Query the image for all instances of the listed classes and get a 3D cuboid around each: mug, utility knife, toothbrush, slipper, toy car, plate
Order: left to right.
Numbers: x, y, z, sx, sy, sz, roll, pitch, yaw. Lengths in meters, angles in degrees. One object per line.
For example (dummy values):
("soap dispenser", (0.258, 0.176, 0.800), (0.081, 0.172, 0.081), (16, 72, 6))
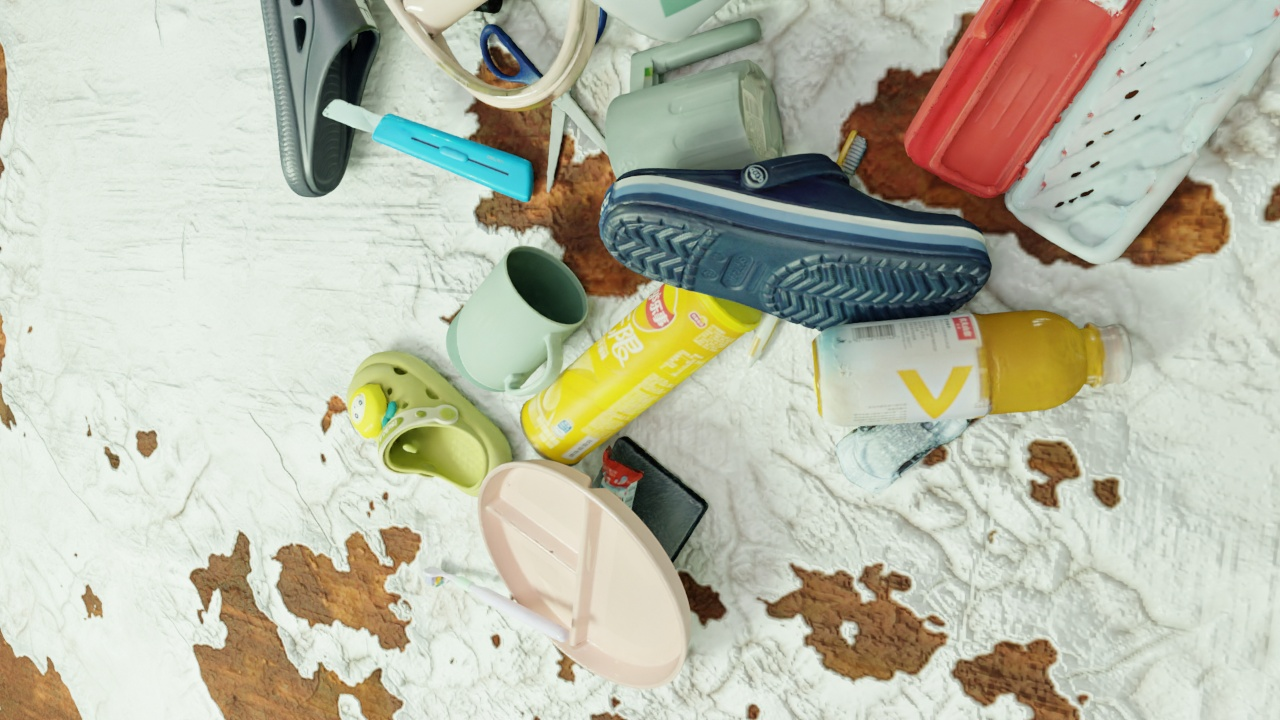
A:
("slipper", (-0.266, -0.274, 0.805), (0.083, 0.110, 0.268), (9, 112, 7))
("slipper", (-0.207, 0.062, 0.849), (0.190, 0.081, 0.092), (32, 112, 17))
("utility knife", (-0.178, -0.182, 0.775), (0.191, 0.018, 0.034), (21, 106, 2))
("toothbrush", (-0.137, 0.228, 0.859), (0.189, 0.029, 0.021), (11, 68, 39))
("mug", (-0.101, -0.019, 0.760), (0.107, 0.082, 0.111), (-44, 57, 32))
("plate", (-0.049, 0.178, 0.775), (0.230, 0.028, 0.230), (25, 132, 30))
("mug", (0.039, -0.180, 0.659), (0.104, 0.083, 0.123), (-7, 72, 30))
("slipper", (0.100, -0.086, 0.615), (0.253, 0.105, 0.095), (10, 66, 1))
("toothbrush", (0.118, -0.075, 0.668), (0.018, 0.016, 0.192), (27, 113, 13))
("toy car", (0.183, 0.055, 0.650), (0.049, 0.031, 0.106), (51, 121, 12))

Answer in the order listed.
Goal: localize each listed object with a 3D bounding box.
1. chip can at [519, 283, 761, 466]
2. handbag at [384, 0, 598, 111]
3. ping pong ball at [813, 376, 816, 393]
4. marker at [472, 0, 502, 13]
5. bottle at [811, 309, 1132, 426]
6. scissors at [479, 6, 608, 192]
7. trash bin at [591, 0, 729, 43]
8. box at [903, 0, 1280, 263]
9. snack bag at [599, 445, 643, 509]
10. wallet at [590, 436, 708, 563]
("chip can", (-0.004, 0.004, 0.724), (0.214, 0.071, 0.072), (-40, 80, 31))
("handbag", (-0.115, -0.306, 0.699), (0.194, 0.093, 0.234), (-23, 88, 28))
("ping pong ball", (0.144, 0.016, 0.658), (0.040, 0.040, 0.040), (7, 104, 29))
("marker", (-0.173, -0.314, 0.780), (0.132, 0.020, 0.022), (19, 91, 26))
("bottle", (0.207, 0.004, 0.588), (0.190, 0.068, 0.068), (-5, 99, 12))
("scissors", (-0.069, -0.227, 0.744), (0.162, 0.012, 0.176), (29, 115, 20))
("trash bin", (0.049, -0.339, 0.523), (0.253, 0.229, 0.229), (-39, 81, 31))
("box", (0.270, -0.176, 0.540), (0.161, 0.060, 0.201), (32, 115, 7))
("snack bag", (-0.024, 0.125, 0.769), (0.045, 0.026, 0.105), (23, 112, 26))
("wallet", (-0.007, 0.138, 0.787), (0.097, 0.019, 0.121), (37, 115, 19))
